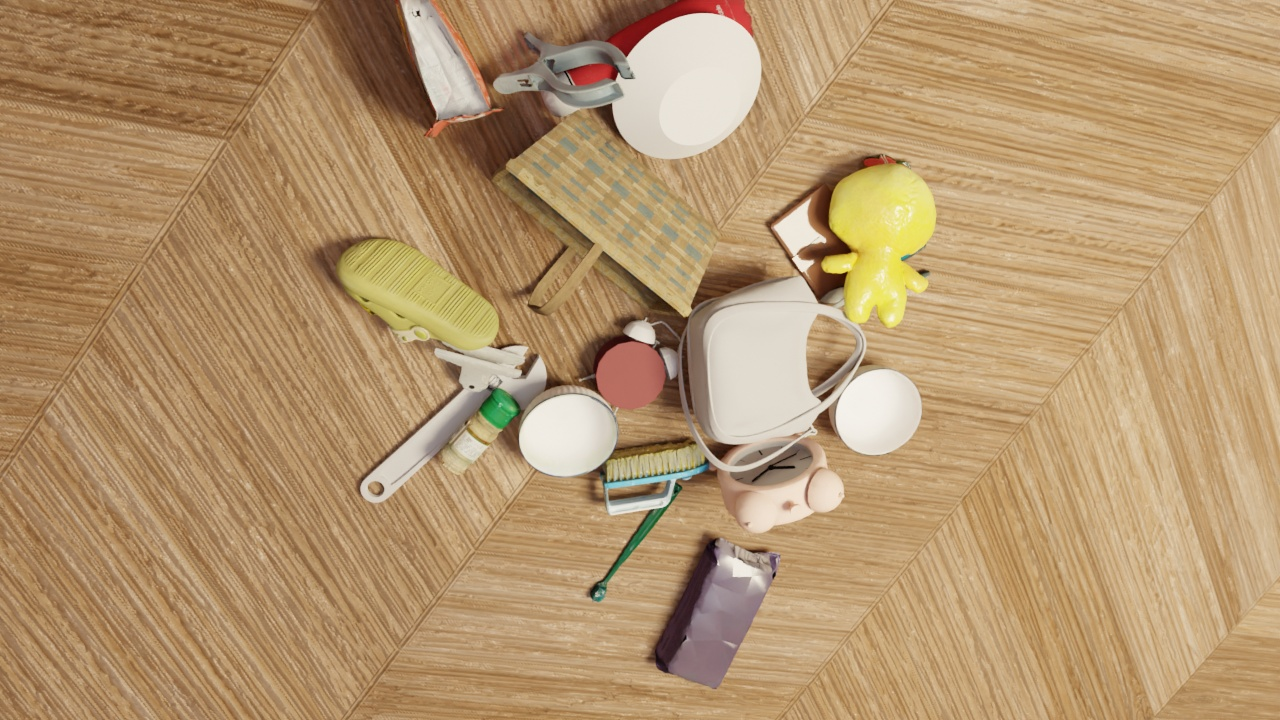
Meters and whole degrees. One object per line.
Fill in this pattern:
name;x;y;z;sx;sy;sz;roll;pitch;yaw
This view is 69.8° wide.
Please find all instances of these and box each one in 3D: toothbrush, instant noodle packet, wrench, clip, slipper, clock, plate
toothbrush;-0.006;0.235;1.178;0.016;0.017;0.190;34;97;-15
instant noodle packet;-0.214;-0.344;0.921;0.084;0.164;0.221;-20;107;-2
wrench;-0.225;0.083;1.107;0.273;0.018;0.086;-43;106;5
clip;-0.071;-0.317;0.967;0.106;0.163;0.028;-63;148;-19
slipper;-0.253;-0.064;1.039;0.190;0.091;0.082;29;138;-5
clip;-0.188;0.005;1.069;0.102;0.054;0.057;16;67;-8
clock;-0.006;0.006;1.105;0.124;0.044;0.087;-43;106;4
clock;0.163;0.152;1.107;0.131;0.160;0.086;-17;107;-5
plate;0.058;-0.285;0.997;0.173;0.036;0.174;-14;139;-13

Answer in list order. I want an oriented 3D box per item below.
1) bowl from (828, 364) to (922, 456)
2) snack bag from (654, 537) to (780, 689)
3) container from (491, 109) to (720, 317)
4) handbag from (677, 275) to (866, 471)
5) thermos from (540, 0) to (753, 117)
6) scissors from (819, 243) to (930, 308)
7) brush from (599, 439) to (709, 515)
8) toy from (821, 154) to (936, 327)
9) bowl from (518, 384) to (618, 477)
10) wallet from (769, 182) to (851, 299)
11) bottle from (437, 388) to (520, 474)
bowl;0.288;0.057;1.153;0.113;0.063;0.113;-2;105;-8
snack bag;0.101;0.332;1.198;0.096;0.058;0.205;22;101;-13
container;-0.058;-0.128;1.010;0.250;0.157;0.186;39;85;-16
handbag;0.165;0.009;1.081;0.222;0.095;0.216;-11;107;-19
thermos;0.003;-0.333;1.005;0.240;0.073;0.073;-25;106;0
scissors;0.293;-0.103;1.130;0.131;0.019;0.150;19;107;-24
brush;0.020;0.144;1.138;0.136;0.055;0.075;-8;101;-7
toy;0.284;-0.144;1.077;0.133;0.092;0.207;8;93;-15
bowl;-0.088;0.075;1.094;0.118;0.062;0.118;-5;121;-9
wallet;0.222;-0.142;1.117;0.087;0.013;0.121;-38;109;1
bottle;-0.190;0.085;1.080;0.043;0.043;0.111;41;98;-16
